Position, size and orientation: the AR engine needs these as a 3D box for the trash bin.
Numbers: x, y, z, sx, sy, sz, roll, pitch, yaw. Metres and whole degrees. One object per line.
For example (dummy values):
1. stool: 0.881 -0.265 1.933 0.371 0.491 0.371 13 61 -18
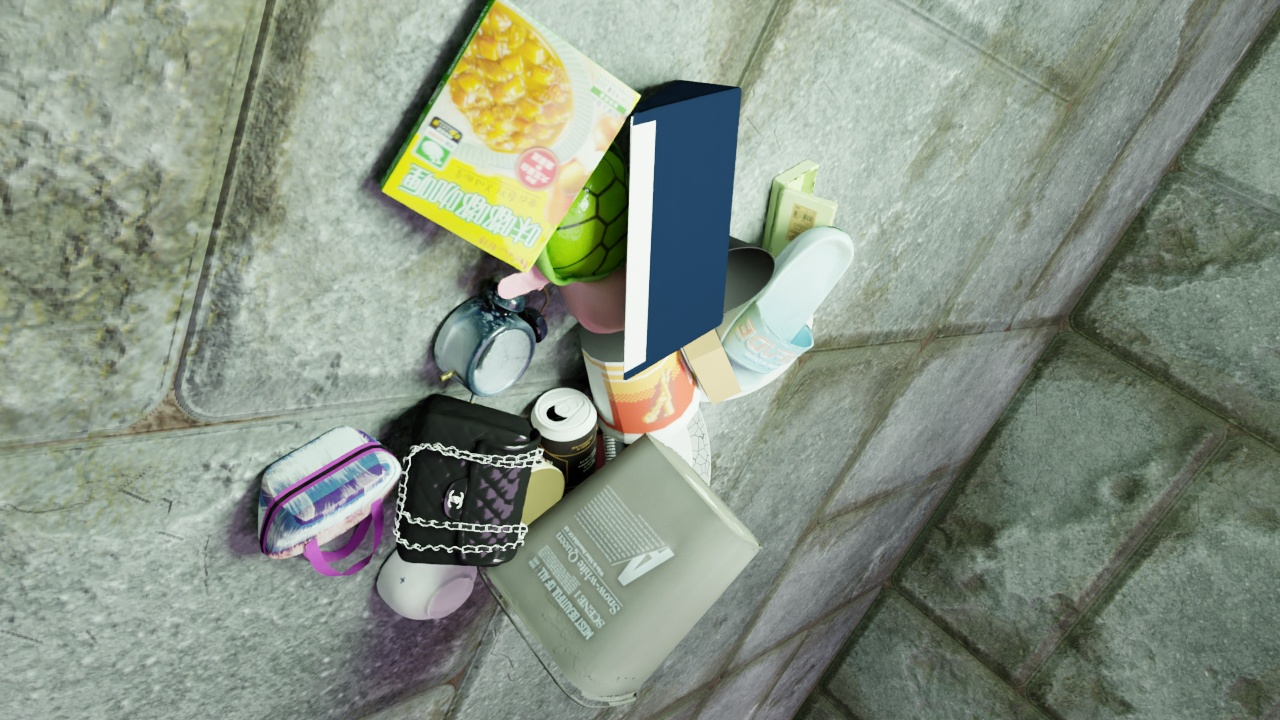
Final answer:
1. trash bin: -0.010 0.213 0.970 0.220 0.197 0.197 -44 155 3

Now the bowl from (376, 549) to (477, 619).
1. bowl: -0.227 0.242 1.017 0.113 0.063 0.114 -33 147 -26

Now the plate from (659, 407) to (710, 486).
1. plate: 0.038 0.118 1.179 0.188 0.016 0.188 22 63 -54

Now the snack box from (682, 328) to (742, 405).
1. snack box: 0.070 -0.017 1.033 0.040 0.088 0.126 -24 151 5

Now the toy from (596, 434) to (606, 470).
1. toy: -0.039 0.174 1.176 0.236 0.097 0.192 -41 140 -43

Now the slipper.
1. slipper: 0.170 -0.052 1.098 0.104 0.074 0.246 16 122 -34

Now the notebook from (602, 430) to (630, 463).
1. notebook: 0.005 0.157 1.148 0.148 0.016 0.206 8 75 -56

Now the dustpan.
1. dustpan: 0.036 -0.142 0.880 0.272 0.080 0.237 -30 131 -48

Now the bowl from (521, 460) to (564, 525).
1. bowl: -0.151 0.140 0.993 0.117 0.074 0.118 -34 146 -27

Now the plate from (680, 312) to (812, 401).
1. plate: 0.120 -0.028 1.166 0.208 0.015 0.209 -12 135 -13

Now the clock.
1. clock: -0.135 -0.023 0.859 0.129 0.052 0.090 -52 151 -6

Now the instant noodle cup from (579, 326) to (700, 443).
1. instant noodle cup: -0.006 0.006 1.002 0.123 0.123 0.121 -40 141 -18

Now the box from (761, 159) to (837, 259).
1. box: 0.197 -0.153 1.152 0.188 0.091 0.083 96 20 -48

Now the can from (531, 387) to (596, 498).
1. can: -0.085 0.097 1.035 0.071 0.072 0.129 -32 145 -29

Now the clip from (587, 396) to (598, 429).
1. clip: -0.065 0.067 1.084 0.024 0.045 0.062 -26 161 -35

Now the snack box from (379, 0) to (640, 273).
1. snack box: -0.099 -0.169 0.703 0.132 0.027 0.168 29 101 -28

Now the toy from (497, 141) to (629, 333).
1. toy: -0.052 -0.120 0.824 0.189 0.088 0.238 -49 145 -37

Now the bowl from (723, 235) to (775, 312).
1. bowl: 0.085 -0.107 1.040 0.124 0.052 0.124 -16 151 -10

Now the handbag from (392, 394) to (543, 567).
1. handbag: -0.160 0.124 0.861 0.125 0.114 0.154 11 101 -9

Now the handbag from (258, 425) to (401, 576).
1. handbag: -0.279 0.146 0.851 0.144 0.068 0.170 -33 152 -29
